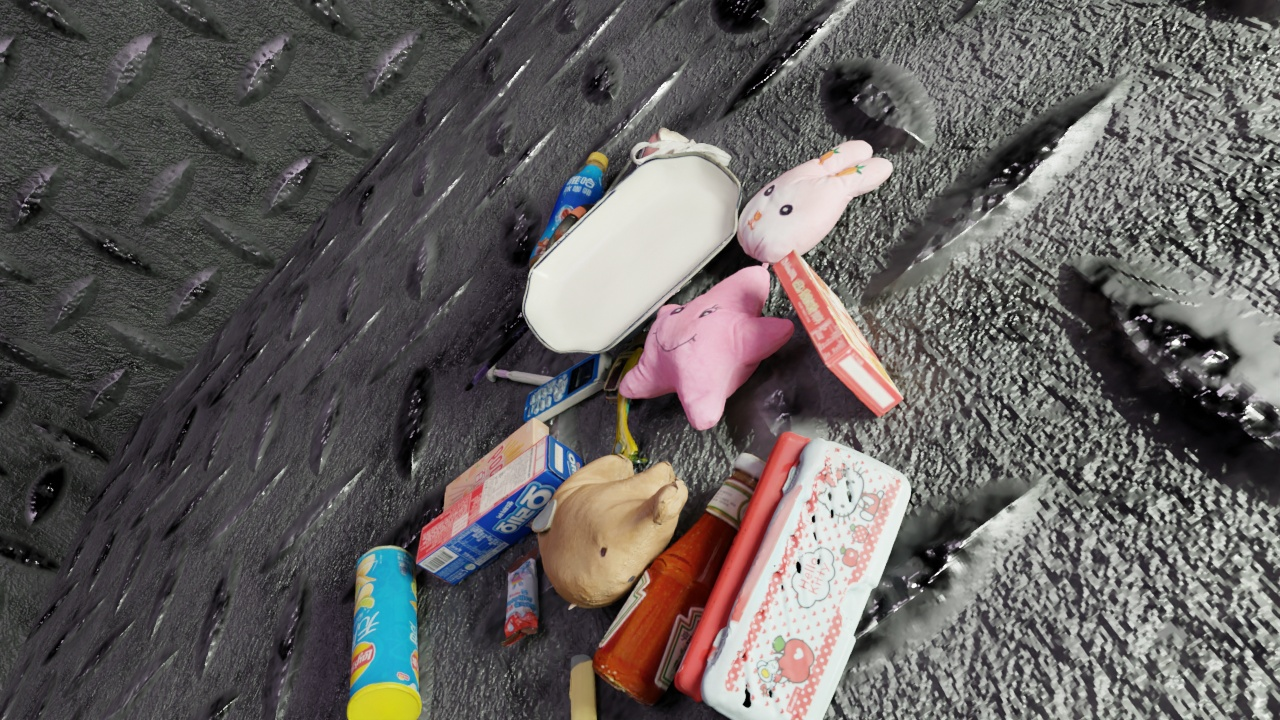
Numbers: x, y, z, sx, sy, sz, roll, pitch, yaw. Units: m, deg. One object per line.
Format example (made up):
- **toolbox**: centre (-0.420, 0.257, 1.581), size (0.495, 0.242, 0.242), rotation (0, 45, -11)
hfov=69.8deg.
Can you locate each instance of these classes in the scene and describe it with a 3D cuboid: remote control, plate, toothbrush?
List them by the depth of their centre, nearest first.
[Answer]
- **plate**: centre (-0.007, -0.109, 0.970), size (0.266, 0.034, 0.162), rotation (-43, 53, 1)
- **remote control**: centre (-0.084, 0.034, 1.053), size (0.125, 0.024, 0.048), rotation (-30, 36, 31)
- **toothbrush**: centre (-0.149, 0.021, 1.165), size (0.190, 0.020, 0.029), rotation (7, 93, 55)
- **toothbrush**: centre (-0.167, -0.028, 1.222), size (0.188, 0.014, 0.017), rotation (-48, 44, -12)

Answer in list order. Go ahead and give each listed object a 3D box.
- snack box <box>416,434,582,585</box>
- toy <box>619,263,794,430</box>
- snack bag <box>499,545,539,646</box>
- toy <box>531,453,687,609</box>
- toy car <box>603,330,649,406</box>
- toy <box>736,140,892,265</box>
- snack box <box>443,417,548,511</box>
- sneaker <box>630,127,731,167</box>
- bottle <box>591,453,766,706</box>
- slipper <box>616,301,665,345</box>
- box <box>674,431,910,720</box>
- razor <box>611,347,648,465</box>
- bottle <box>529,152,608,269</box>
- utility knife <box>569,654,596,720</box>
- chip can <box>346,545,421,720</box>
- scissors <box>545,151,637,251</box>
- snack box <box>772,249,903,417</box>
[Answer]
- **snack box**: centre (-0.150, 0.162, 0.975), size (0.208, 0.057, 0.058), rotation (-37, 30, 24)
- **toy**: centre (0.062, -0.023, 0.866), size (0.178, 0.074, 0.195), rotation (-51, 29, -9)
- **snack bag**: centre (-0.114, 0.228, 0.883), size (0.045, 0.026, 0.105), rotation (-42, 29, 22)
- **toy**: centre (-0.021, 0.144, 0.765), size (0.226, 0.082, 0.143), rotation (-8, 56, 66)
- **toy car**: centre (-0.006, 0.006, 0.969), size (0.042, 0.035, 0.090), rotation (-3, 52, 50)
- **toy**: centre (0.165, -0.157, 0.898), size (0.159, 0.054, 0.121), rotation (-37, 32, 9)
- **snack box**: centre (-0.167, 0.140, 1.051), size (0.158, 0.026, 0.084), rotation (-38, 33, 23)
- **sneaker**: centre (0.038, -0.221, 1.090), size (0.088, 0.118, 0.240), rotation (-55, 17, 38)
- **bottle**: centre (0.040, 0.165, 0.713), size (0.205, 0.060, 0.060), rotation (-55, 30, -15)
- **slipper**: centre (-0.045, -0.102, 1.078), size (0.111, 0.083, 0.268), rotation (-46, 24, 4)
- **box**: centre (0.105, 0.158, 0.648), size (0.095, 0.100, 0.200), rotation (88, -152, -71)
- **razor**: centre (-0.010, 0.044, 0.916), size (0.043, 0.028, 0.132), rotation (-23, 52, 45)
- **bottle**: centre (-0.091, -0.204, 1.282), size (0.065, 0.065, 0.218), rotation (-17, 44, 45)
- **utility knife**: centre (-0.047, 0.304, 0.716), size (0.031, 0.019, 0.178), rotation (-41, 25, 25)
- **chip can**: centre (-0.274, 0.294, 0.987), size (0.071, 0.071, 0.210), rotation (-44, 30, 13)
- **scissors**: centre (-0.067, -0.173, 1.127), size (0.225, 0.015, 0.189), rotation (-56, -3, 0)
- **snack box**: centre (0.156, -0.025, 0.740), size (0.025, 0.075, 0.152), rotation (-40, 32, 17)
